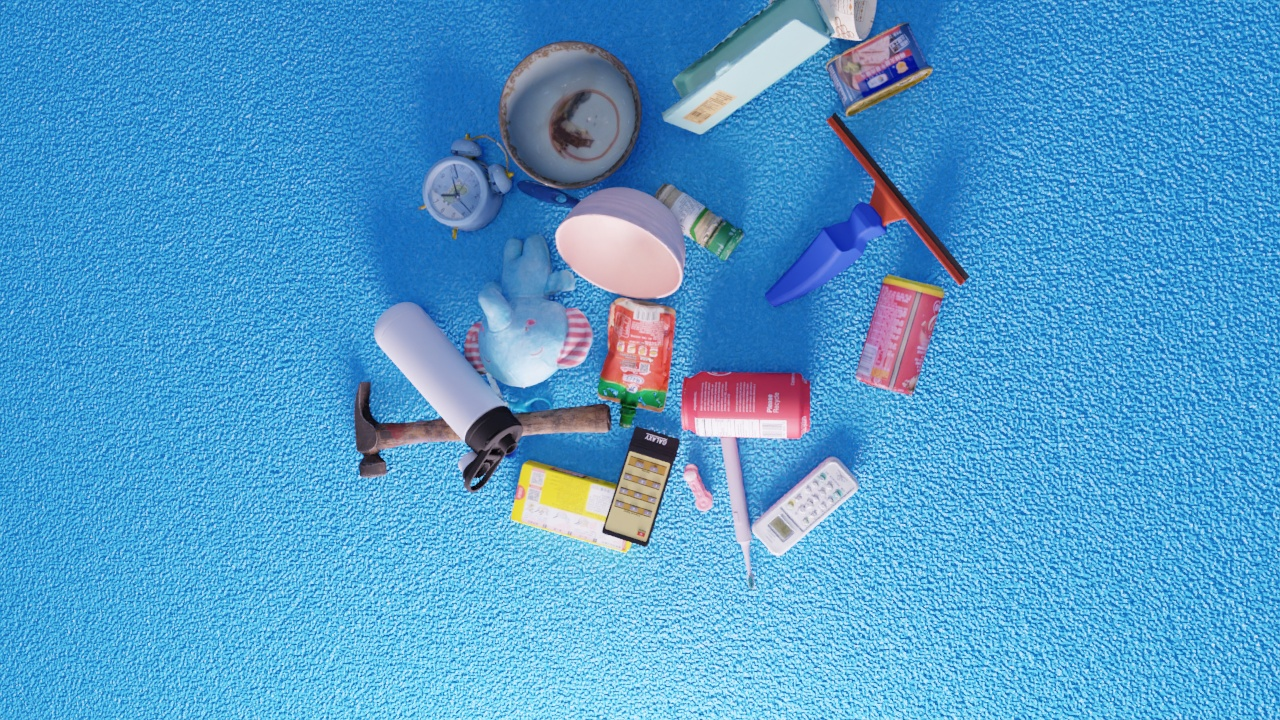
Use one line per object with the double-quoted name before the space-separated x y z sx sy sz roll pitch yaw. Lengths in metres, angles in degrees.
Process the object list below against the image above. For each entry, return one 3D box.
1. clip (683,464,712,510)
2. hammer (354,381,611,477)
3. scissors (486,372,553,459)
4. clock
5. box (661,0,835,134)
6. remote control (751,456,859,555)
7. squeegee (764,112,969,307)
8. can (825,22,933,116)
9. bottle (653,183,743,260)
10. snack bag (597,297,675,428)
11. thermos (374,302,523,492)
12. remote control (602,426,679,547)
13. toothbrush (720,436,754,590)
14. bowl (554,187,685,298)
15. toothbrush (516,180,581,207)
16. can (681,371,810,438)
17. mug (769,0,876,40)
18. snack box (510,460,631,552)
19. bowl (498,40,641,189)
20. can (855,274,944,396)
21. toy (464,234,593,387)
"clip" 0.067 0.149 1.098 0.023 0.043 0.060 -24 118 14
"hammer" -0.197 0.073 1.119 0.331 0.033 0.120 -5 90 13
"scissors" -0.174 0.065 1.134 0.130 0.014 0.117 23 101 7
"clock" -0.205 -0.210 1.093 0.089 0.051 0.125 42 101 6
"box" 0.103 -0.314 0.970 0.189 0.091 0.077 -27 92 38
"remote control" 0.192 0.170 1.073 0.133 0.022 0.050 -43 87 12
"squeegee" 0.215 -0.123 1.019 0.185 0.055 0.249 -40 63 19
"can" 0.258 -0.316 0.997 0.100 0.054 0.059 -24 89 11
"bottle" 0.064 -0.161 1.053 0.110 0.042 0.043 35 100 6
"snack bag" -0.006 0.006 1.088 0.087 0.044 0.155 12 102 14
"thermos" -0.236 0.039 1.084 0.101 0.068 0.230 -47 70 7
"remote control" 0.001 0.149 1.088 0.058 0.013 0.133 16 78 8
"toothbrush" 0.118 0.181 1.089 0.018 0.019 0.188 -8 94 13
"bowl" -0.013 -0.142 1.032 0.153 0.153 0.076 16 64 8
"toothbrush" -0.086 -0.190 1.093 0.132 0.016 0.021 20 98 10
"can" 0.121 0.050 1.047 0.142 0.074 0.074 1 96 10
"mug" 0.201 -0.405 0.990 0.097 0.081 0.121 12 71 28
"snack box" -0.078 0.177 1.122 0.152 0.025 0.075 14 98 8
"bowl" -0.071 -0.270 1.040 0.160 0.093 0.160 1 96 10
"can" 0.285 -0.028 1.013 0.067 0.066 0.124 16 98 8
"toy" -0.140 -0.058 1.068 0.184 0.114 0.180 -4 88 33
